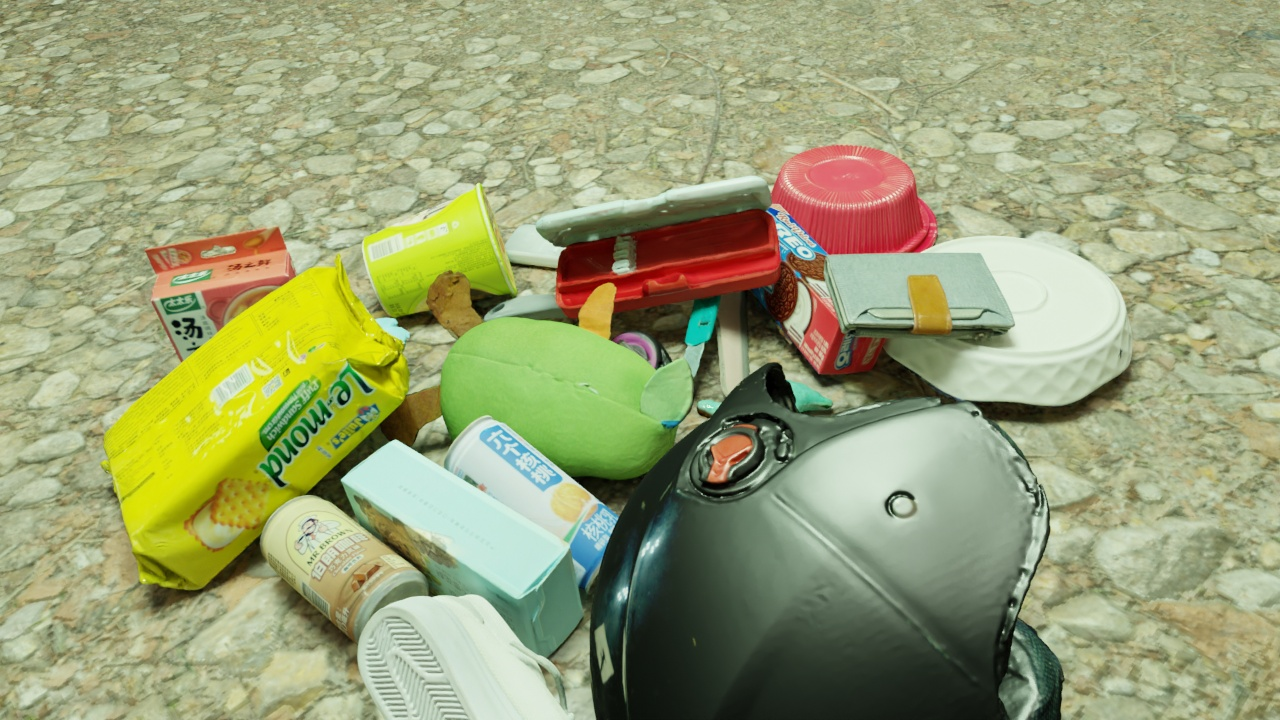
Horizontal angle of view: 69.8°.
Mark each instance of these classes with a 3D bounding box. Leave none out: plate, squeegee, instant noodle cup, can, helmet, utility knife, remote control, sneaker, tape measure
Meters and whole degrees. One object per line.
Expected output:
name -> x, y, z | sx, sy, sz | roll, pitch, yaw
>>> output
plate -> 0.306, -0.042, 0.773 | 0.205, 0.046, 0.204 | -3, 38, 2
squeegee -> -0.024, -0.050, 0.844 | 0.250, 0.040, 0.247 | -1, 40, 6
instant noodle cup -> 0.208, -0.163, 0.937 | 0.194, 0.066, 0.193 | -2, 40, 2
can -> -0.069, 0.096, 0.626 | 0.134, 0.053, 0.053 | 37, 52, 15
helmet -> 0.084, 0.136, 0.457 | 0.230, 0.233, 0.274 | -28, 44, 1
utility knife -> 0.060, -0.054, 0.805 | 0.029, 0.013, 0.186 | -11, 43, 29
instant noodle cup -> -0.192, -0.096, 0.871 | 0.123, 0.112, 0.111 | -18, 40, -2
can -> -0.199, 0.140, 0.614 | 0.116, 0.059, 0.058 | 26, 48, 32
remote control -> -0.070, -0.113, 0.938 | 0.136, 0.020, 0.055 | 8, 42, 14
sneaker -> -0.053, 0.223, 0.491 | 0.242, 0.090, 0.090 | 45, 19, 26
tape measure -> -0.004, 0.004, 0.759 | 0.058, 0.039, 0.057 | 36, 86, 27

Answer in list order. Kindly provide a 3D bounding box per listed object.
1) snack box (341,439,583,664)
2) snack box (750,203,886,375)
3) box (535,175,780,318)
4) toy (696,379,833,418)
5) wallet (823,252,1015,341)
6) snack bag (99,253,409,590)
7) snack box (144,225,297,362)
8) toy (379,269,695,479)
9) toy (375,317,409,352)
snack box -> -0.120, 0.124, 0.612 | 0.175, 0.074, 0.051 | 24, 48, 31
snack box -> 0.141, -0.070, 0.825 | 0.057, 0.058, 0.207 | -3, 38, -24
box -> 0.014, -0.110, 0.787 | 0.202, 0.098, 0.095 | -9, 53, 11
toy -> 0.096, 0.041, 0.724 | 0.096, 0.030, 0.091 | 21, 43, 14
wallet -> 0.219, -0.055, 0.731 | 0.130, 0.037, 0.106 | -1, 37, 0
snack bag -> -0.288, 0.038, 0.675 | 0.246, 0.068, 0.158 | -43, 48, -4
snack box -> -0.352, -0.043, 0.799 | 0.113, 0.127, 0.044 | -12, 40, -8
toy -> -0.079, 0.027, 0.712 | 0.247, 0.090, 0.226 | 17, 71, 19
toy -> -0.264, 0.015, 0.759 | 0.156, 0.050, 0.161 | -39, 30, -12
